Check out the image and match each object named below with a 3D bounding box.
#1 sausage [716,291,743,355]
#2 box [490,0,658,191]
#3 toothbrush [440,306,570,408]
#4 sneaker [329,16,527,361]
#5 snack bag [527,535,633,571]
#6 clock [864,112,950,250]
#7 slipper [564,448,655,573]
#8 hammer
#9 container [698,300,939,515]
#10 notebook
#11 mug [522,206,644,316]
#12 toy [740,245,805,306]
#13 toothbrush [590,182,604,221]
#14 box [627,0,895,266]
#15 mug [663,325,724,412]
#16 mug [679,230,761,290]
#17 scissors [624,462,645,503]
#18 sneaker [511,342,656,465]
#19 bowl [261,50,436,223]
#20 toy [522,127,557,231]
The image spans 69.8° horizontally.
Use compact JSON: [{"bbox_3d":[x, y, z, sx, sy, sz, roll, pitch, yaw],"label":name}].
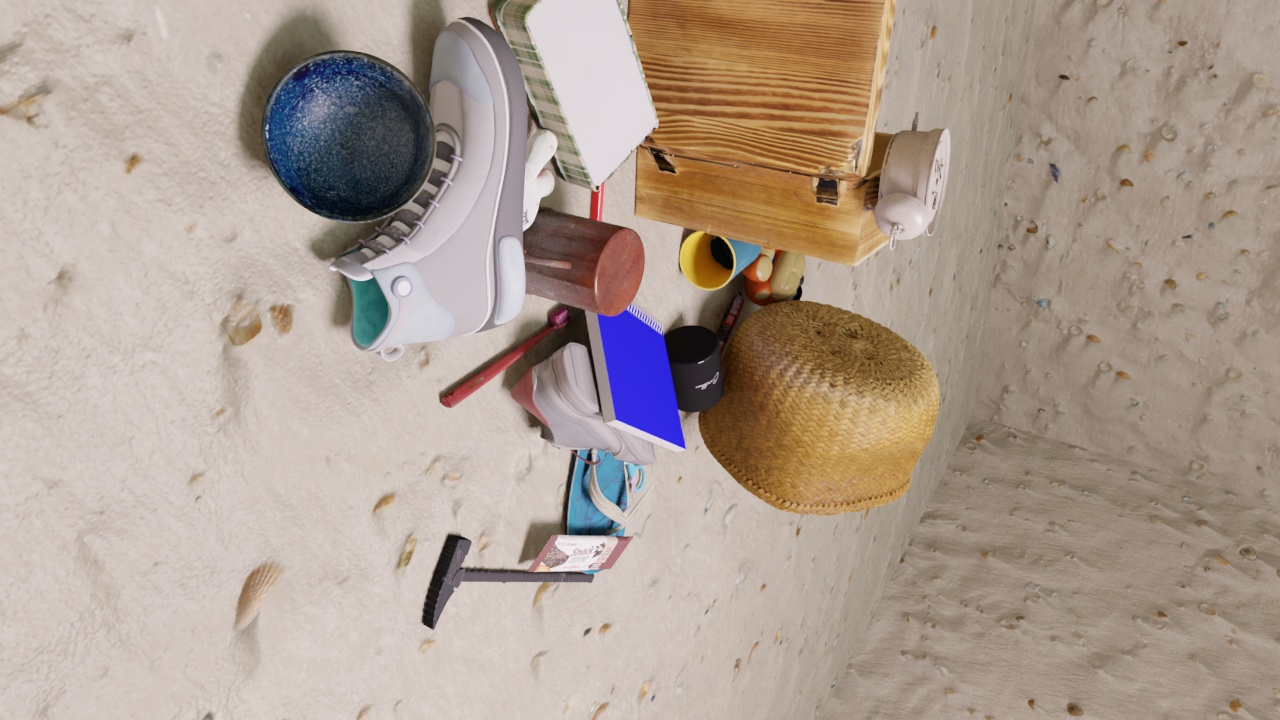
[{"bbox_3d":[0.119,-0.033,1.339,0.155,0.020,0.020,-65,151,-14],"label":"sausage"},{"bbox_3d":[-0.054,-0.268,0.856,0.117,0.051,0.206,-52,146,-20],"label":"box"},{"bbox_3d":[-0.130,-0.007,0.920,0.189,0.016,0.016,-41,134,-44],"label":"toothbrush"},{"bbox_3d":[-0.172,-0.131,0.718,0.160,0.093,0.257,-23,124,-44],"label":"sneaker"},{"bbox_3d":[-0.068,0.231,1.100,0.157,0.013,0.057,17,111,-53],"label":"snack bag"},{"bbox_3d":[0.260,-0.164,0.900,0.156,0.061,0.103,-61,150,-34],"label":"clock"},{"bbox_3d":[-0.035,0.142,1.121,0.118,0.060,0.295,-18,120,-48],"label":"slipper"},{"bbox_3d":[-0.136,0.257,1.061,0.324,0.015,0.095,27,81,-62],"label":"hammer"},{"bbox_3d":[0.251,0.050,1.282,0.306,0.307,0.197,-29,140,-51],"label":"container"},{"bbox_3d":[-0.006,0.006,1.043,0.209,0.022,0.171,31,45,-64],"label":"notebook"},{"bbox_3d":[-0.069,-0.096,0.885,0.122,0.110,0.096,-12,111,-58],"label":"mug"},{"bbox_3d":[0.193,-0.132,1.350,0.176,0.096,0.112,57,54,-68],"label":"toy"},{"bbox_3d":[-0.048,-0.189,0.967,0.017,0.012,0.213,-18,122,-43],"label":"toothbrush"},{"bbox_3d":[0.155,-0.301,0.988,0.285,0.279,0.337,-35,136,-48],"label":"box"},{"bbox_3d":[0.053,0.018,1.206,0.113,0.078,0.088,-28,134,-18],"label":"mug"},{"bbox_3d":[0.112,-0.145,1.213,0.121,0.078,0.078,-33,133,-56],"label":"mug"},{"bbox_3d":[-0.026,0.140,1.196,0.075,0.015,0.142,-50,139,-30],"label":"scissors"},{"bbox_3d":[-0.062,0.062,1.007,0.236,0.090,0.099,46,30,-53],"label":"sneaker"},{"bbox_3d":[-0.204,-0.154,0.647,0.114,0.061,0.114,-2,98,-17],"label":"bowl"},{"bbox_3d":[-0.114,-0.155,0.844,0.122,0.038,0.079,-52,153,-27],"label":"toy"}]
